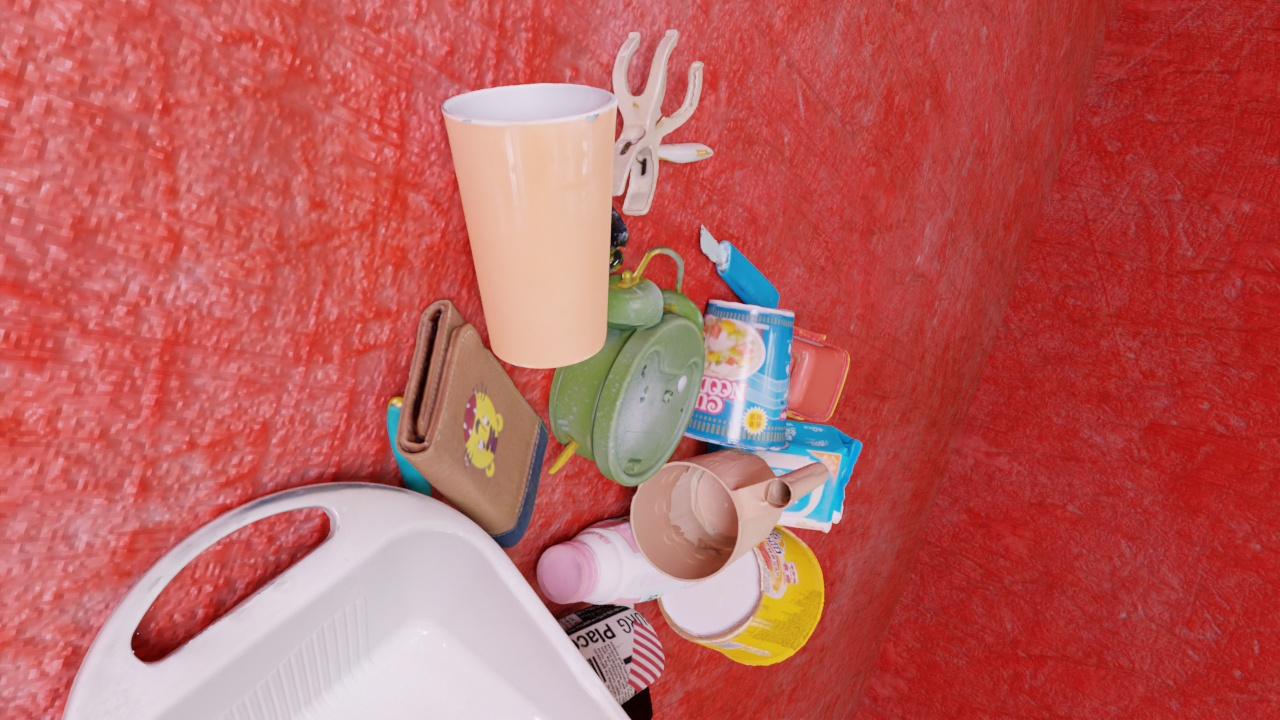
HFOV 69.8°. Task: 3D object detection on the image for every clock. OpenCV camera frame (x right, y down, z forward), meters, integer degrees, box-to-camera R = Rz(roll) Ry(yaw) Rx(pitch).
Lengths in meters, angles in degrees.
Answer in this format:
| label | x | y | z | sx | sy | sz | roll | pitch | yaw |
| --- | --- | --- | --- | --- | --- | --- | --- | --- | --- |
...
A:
| label | x | y | z | sx | sy | sz | roll | pitch | yaw |
| --- | --- | --- | --- | --- | --- | --- | --- | --- | --- |
| clock | -0.004 | 0.004 | 0.606 | 0.116 | 0.056 | 0.161 | 14 | 96 | -64 |

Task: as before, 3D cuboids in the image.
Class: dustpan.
| label | x | y | z | sx | sy | sz | roll | pitch | yaw |
| --- | --- | --- | --- | --- | --- | --- | --- | --- | --- |
| dustpan | -0.103 | 0.188 | 0.389 | 0.222 | 0.258 | 0.143 | -38 | 161 | -36 |

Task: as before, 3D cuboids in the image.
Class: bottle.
| label | x | y | z | sx | sy | sz | roll | pitch | yaw |
| --- | --- | --- | --- | --- | --- | --- | --- | --- | --- |
| bottle | -0.006 | 0.150 | 0.696 | 0.196 | 0.068 | 0.068 | 10 | 100 | -61 |

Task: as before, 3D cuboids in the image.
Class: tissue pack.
| label | x | y | z | sx | sy | sz | roll | pitch | yaw |
| --- | --- | --- | --- | --- | --- | --- | --- | --- | --- |
| tissue pack | 0.123 | 0.102 | 0.838 | 0.063 | 0.140 | 0.090 | -85 | -176 | -67 |

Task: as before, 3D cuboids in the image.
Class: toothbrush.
| label | x | y | z | sx | sy | sz | roll | pitch | yaw |
| --- | --- | --- | --- | --- | --- | --- | --- | --- | --- |
| toothbrush | -0.002 | -0.124 | 0.564 | 0.190 | 0.016 | 0.018 | -22 | 138 | -56 |

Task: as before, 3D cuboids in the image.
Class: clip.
| label | x | y | z | sx | sy | sz | roll | pitch | yaw |
| --- | --- | --- | --- | --- | --- | --- | --- | --- | --- |
| clip | 0.011 | -0.135 | 0.535 | 0.082 | 0.035 | 0.104 | -1 | 98 | -57 |

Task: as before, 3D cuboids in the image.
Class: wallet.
| label | x | y | z | sx | sy | sz | roll | pitch | yaw |
| --- | --- | --- | --- | --- | --- | --- | --- | --- | --- |
| wallet | -0.085 | 0.035 | 0.476 | 0.115 | 0.033 | 0.090 | 63 | 27 | -54 |
| wallet | -0.024 | 0.294 | 0.740 | 0.096 | 0.020 | 0.122 | -44 | 145 | -32 |

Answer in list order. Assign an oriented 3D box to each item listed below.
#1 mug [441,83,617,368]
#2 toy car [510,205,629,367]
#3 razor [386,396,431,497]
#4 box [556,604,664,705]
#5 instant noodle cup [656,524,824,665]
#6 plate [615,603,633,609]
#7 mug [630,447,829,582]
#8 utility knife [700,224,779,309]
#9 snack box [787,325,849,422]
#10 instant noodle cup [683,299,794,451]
| label | x | y | z | sx | sy | sz | roll | pitch | yaw |
| --- | --- | --- | --- | --- | --- | --- | --- | --- | --- |
| mug | -0.049 | -0.063 | 0.437 | 0.078 | 0.078 | 0.123 | -37 | 134 | -48 |
| toy car | -0.048 | -0.044 | 0.516 | 0.105 | 0.032 | 0.048 | -56 | 152 | -1 |
| razor | -0.116 | 0.072 | 0.474 | 0.028 | 0.043 | 0.133 | -91 | 180 | -59 |
| box | -0.048 | 0.223 | 0.634 | 0.162 | 0.088 | 0.076 | -11 | 116 | -48 |
| instant noodle cup | 0.085 | 0.208 | 0.846 | 0.109 | 0.138 | 0.138 | 30 | 81 | -54 |
| plate | -0.039 | 0.300 | 0.776 | 0.163 | 0.034 | 0.164 | -41 | 142 | -43 |
| mug | 0.069 | 0.102 | 0.669 | 0.103 | 0.125 | 0.084 | -5 | 74 | -63 |
| utility knife | 0.082 | -0.071 | 0.757 | 0.191 | 0.018 | 0.034 | 31 | 69 | -63 |
| snack box | 0.130 | 0.008 | 0.829 | 0.080 | 0.091 | 0.082 | 13 | 96 | -56 |
| instant noodle cup | 0.080 | 0.009 | 0.738 | 0.099 | 0.099 | 0.110 | 0 | 100 | -62 |
